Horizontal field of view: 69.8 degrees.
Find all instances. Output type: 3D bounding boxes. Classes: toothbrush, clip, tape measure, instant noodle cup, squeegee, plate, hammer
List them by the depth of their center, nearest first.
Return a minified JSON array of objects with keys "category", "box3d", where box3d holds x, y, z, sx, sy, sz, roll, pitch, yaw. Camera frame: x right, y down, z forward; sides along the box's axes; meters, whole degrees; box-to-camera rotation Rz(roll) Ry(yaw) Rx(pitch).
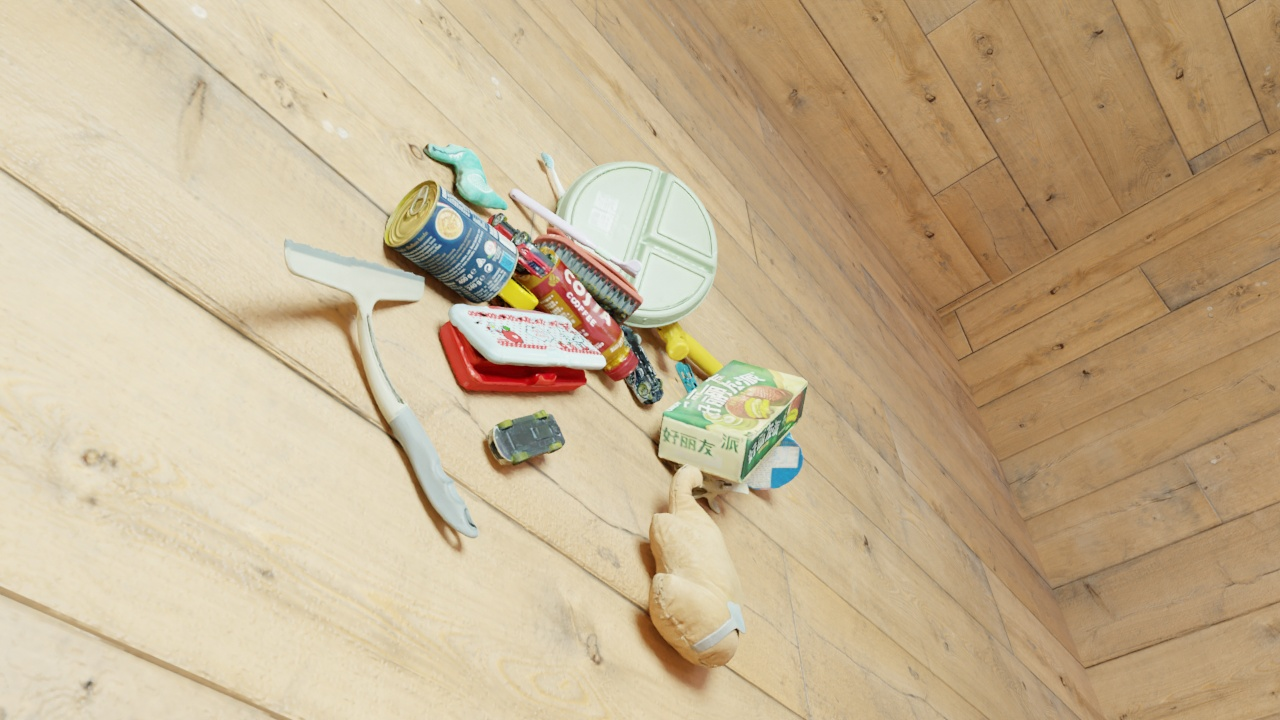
[{"category":"squeegee","box3d":[-0.194,0.036,0.751,0.246,0.039,0.246,4,62,-81]},{"category":"tape measure","box3d":[-0.138,-0.071,0.980,0.060,0.029,0.057,40,3,-31]},{"category":"toothbrush","box3d":[-0.081,-0.159,1.124,0.189,0.029,0.021,33,50,5]},{"category":"clip","box3d":[0.078,0.156,1.128,0.098,0.064,0.034,29,36,-35]},{"category":"plate","box3d":[0.001,-0.155,1.186,0.230,0.028,0.230,6,73,-22]},{"category":"toothbrush","box3d":[-0.089,-0.184,1.214,0.027,0.026,0.224,24,40,-63]},{"category":"clip","box3d":[0.067,0.027,1.279,0.041,0.014,0.056,13,48,-58]},{"category":"instant noodle cup","box3d":[0.169,0.110,1.291,0.099,0.099,0.109,45,20,-27]},{"category":"hammer","box3d":[0.113,0.018,1.335,0.300,0.033,0.128,41,19,-39]}]

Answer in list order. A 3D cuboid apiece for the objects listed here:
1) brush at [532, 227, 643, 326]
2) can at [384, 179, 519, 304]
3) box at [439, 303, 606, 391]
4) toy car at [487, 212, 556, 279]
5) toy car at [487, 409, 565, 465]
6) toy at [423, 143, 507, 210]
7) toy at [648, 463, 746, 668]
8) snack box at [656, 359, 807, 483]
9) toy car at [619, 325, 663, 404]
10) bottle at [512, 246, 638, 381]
[{"category":"brush","box3d":[-0.067,-0.101,1.099,0.146,0.063,0.069,38,42,-11]},{"category":"can","box3d":[-0.183,-0.113,0.899,0.111,0.075,0.075,38,32,-38]},{"category":"box","box3d":[-0.112,-0.018,0.932,0.201,0.068,0.090,3,58,-60]},{"category":"toy car","box3d":[-0.134,-0.119,0.985,0.053,0.045,0.120,38,-1,-37]},{"category":"toy car","box3d":[-0.110,0.076,0.866,0.090,0.035,0.042,-11,70,-58]},{"category":"toy","box3d":[-0.200,-0.213,1.042,0.096,0.030,0.092,11,46,-49]},{"category":"toy","box3d":[0.058,0.214,0.966,0.143,0.083,0.225,58,19,-31]},{"category":"snack box","box3d":[0.123,0.072,1.171,0.239,0.114,0.063,-31,132,-58]},{"category":"toy car","box3d":[-0.007,0.007,1.141,0.105,0.031,0.048,64,23,6]},{"category":"bottle","box3d":[-0.071,-0.049,1.055,0.175,0.058,0.057,48,26,-20]}]
